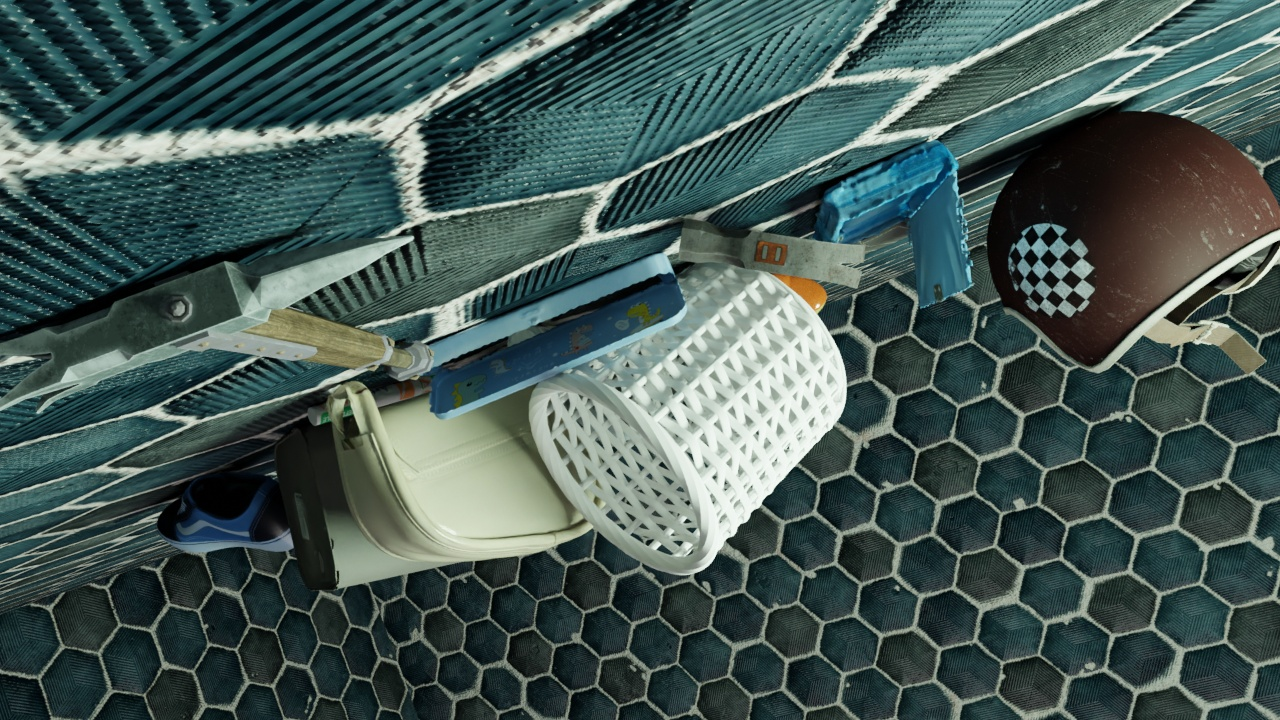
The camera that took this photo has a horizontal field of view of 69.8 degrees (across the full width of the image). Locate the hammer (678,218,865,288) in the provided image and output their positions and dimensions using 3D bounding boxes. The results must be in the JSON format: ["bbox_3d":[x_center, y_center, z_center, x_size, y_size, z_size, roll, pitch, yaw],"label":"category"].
[{"bbox_3d":[0.106,-0.081,0.689,0.111,0.028,0.300,10,-171,10],"label":"hammer"}]

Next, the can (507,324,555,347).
[{"bbox_3d":[-0.085,-0.014,0.784,0.032,0.032,0.095,-22,177,10],"label":"can"}]

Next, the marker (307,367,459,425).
[{"bbox_3d":[-0.218,0.029,0.799,0.145,0.017,0.017,-18,176,-43],"label":"marker"}]

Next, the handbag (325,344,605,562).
[{"bbox_3d":[-0.156,0.091,0.782,0.132,0.184,0.228,-18,-179,34],"label":"handbag"}]

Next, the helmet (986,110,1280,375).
[{"bbox_3d":[0.451,-0.098,0.835,0.233,0.253,0.234,-26,154,-16],"label":"helmet"}]

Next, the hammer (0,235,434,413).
[{"bbox_3d":[-0.151,-0.010,0.465,0.147,0.028,0.317,-20,177,-1],"label":"hammer"}]

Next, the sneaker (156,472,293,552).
[{"bbox_3d":[-0.462,0.151,0.994,0.242,0.098,0.083,-5,-136,33],"label":"sneaker"}]

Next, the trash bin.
[{"bbox_3d":[-0.229,0.126,0.924,0.219,0.197,0.198,-12,174,-34],"label":"trash bin"}]

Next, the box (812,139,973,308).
[{"bbox_3d":[0.200,-0.086,0.728,0.094,0.110,0.231,-22,177,7],"label":"box"}]

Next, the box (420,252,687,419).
[{"bbox_3d":[-0.065,-0.012,0.685,0.210,0.064,0.069,-21,179,5],"label":"box"}]

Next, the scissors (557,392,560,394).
[{"bbox_3d":[-0.108,0.029,1.032,0.179,0.108,0.016,-22,-142,25],"label":"scissors"}]

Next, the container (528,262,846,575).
[{"bbox_3d":[0.040,0.042,0.749,0.186,0.189,0.190,-40,-173,-31],"label":"container"}]

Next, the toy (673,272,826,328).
[{"bbox_3d":[0.101,-0.043,0.948,0.176,0.096,0.111,5,-139,41],"label":"toy"}]

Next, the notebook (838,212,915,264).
[{"bbox_3d":[0.212,-0.119,1.037,0.210,0.029,0.169,-25,176,30],"label":"notebook"}]

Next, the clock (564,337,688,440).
[{"bbox_3d":[-0.005,0.005,0.878,0.159,0.122,0.045,-34,179,-24],"label":"clock"}]
